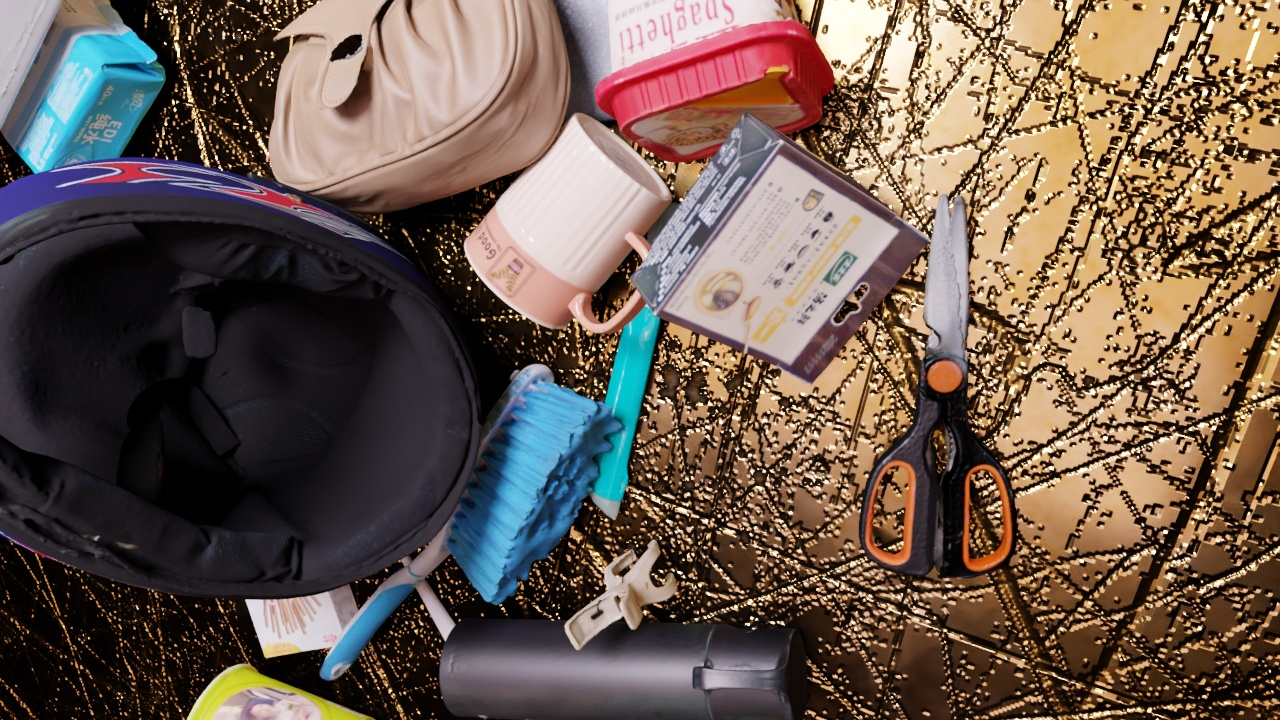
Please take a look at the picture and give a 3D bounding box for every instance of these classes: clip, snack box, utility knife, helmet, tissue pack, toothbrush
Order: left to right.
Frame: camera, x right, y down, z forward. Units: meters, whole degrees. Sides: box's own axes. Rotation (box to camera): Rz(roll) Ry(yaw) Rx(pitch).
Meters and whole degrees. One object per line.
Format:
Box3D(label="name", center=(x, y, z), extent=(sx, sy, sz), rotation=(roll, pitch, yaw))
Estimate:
Box3D(label="tissue pack", center=(-0.422, -0.201, 0.688), extent=(0.090, 0.063, 0.140), rotation=(47, 110, 11))
Box3D(label="helmet", center=(-0.260, 0.007, 0.542), extent=(0.241, 0.315, 0.247), rotation=(17, 83, 42))
Box3D(label="snack box", center=(-0.282, 0.154, 0.727), extent=(0.085, 0.026, 0.157), rotation=(-16, 94, 22))
Box3D(label="toothbrush", center=(-0.167, 0.172, 0.693), extent=(0.016, 0.016, 0.180), rotation=(-33, 88, 25))
Box3D(label="clip", center=(-0.009, 0.151, 0.585), extent=(0.075, 0.100, 0.035), rotation=(-26, 92, 21))
Box3D(label="utility knife", center=(-0.004, 0.004, 0.601), extent=(0.029, 0.013, 0.219), rotation=(19, 109, 18))
Box3D(label="snack box", center=(0.078, -0.058, 0.517), extent=(0.113, 0.125, 0.053), rotation=(-53, 41, 20))

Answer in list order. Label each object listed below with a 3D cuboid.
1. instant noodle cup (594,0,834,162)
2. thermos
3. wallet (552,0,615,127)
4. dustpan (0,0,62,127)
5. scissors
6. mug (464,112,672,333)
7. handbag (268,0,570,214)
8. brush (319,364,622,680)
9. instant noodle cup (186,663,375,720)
Box3D(label="instant noodle cup", center=(0.035, -0.188, 0.503), extent=(0.116, 0.116, 0.124), rotation=(-12, 84, 22))
Box3D(label="thermos", center=(-0.018, 0.204, 0.607), extent=(0.243, 0.090, 0.068), rotation=(-7, 67, 21))
Box3D(label="wallet", center=(-0.043, -0.208, 0.574), extent=(0.097, 0.019, 0.121), rotation=(-4, 98, 19))
Box3D(label="dustpan", center=(-0.473, -0.271, 0.678), extent=(0.222, 0.142, 0.258), rotation=(55, 142, 30))
Box3D(label="scissors", center=(0.189, 0.021, 0.529), extent=(0.139, 0.021, 0.235), rotation=(21, 105, 5))
Box3D(label="mug", center=(-0.034, -0.074, 0.557), extent=(0.106, 0.081, 0.114), rotation=(-47, 69, 20))
Box3D(label="handbag", center=(-0.143, -0.172, 0.553), extent=(0.205, 0.099, 0.147), rotation=(-10, 74, 31))
Box3D(label="brush", center=(-0.129, 0.136, 0.642), extent=(0.109, 0.060, 0.315), rotation=(37, 105, 28))
Box3D(label="instant noodle cup", center=(-0.275, 0.308, 0.716), extent=(0.123, 0.111, 0.112), rotation=(10, 104, 11))
